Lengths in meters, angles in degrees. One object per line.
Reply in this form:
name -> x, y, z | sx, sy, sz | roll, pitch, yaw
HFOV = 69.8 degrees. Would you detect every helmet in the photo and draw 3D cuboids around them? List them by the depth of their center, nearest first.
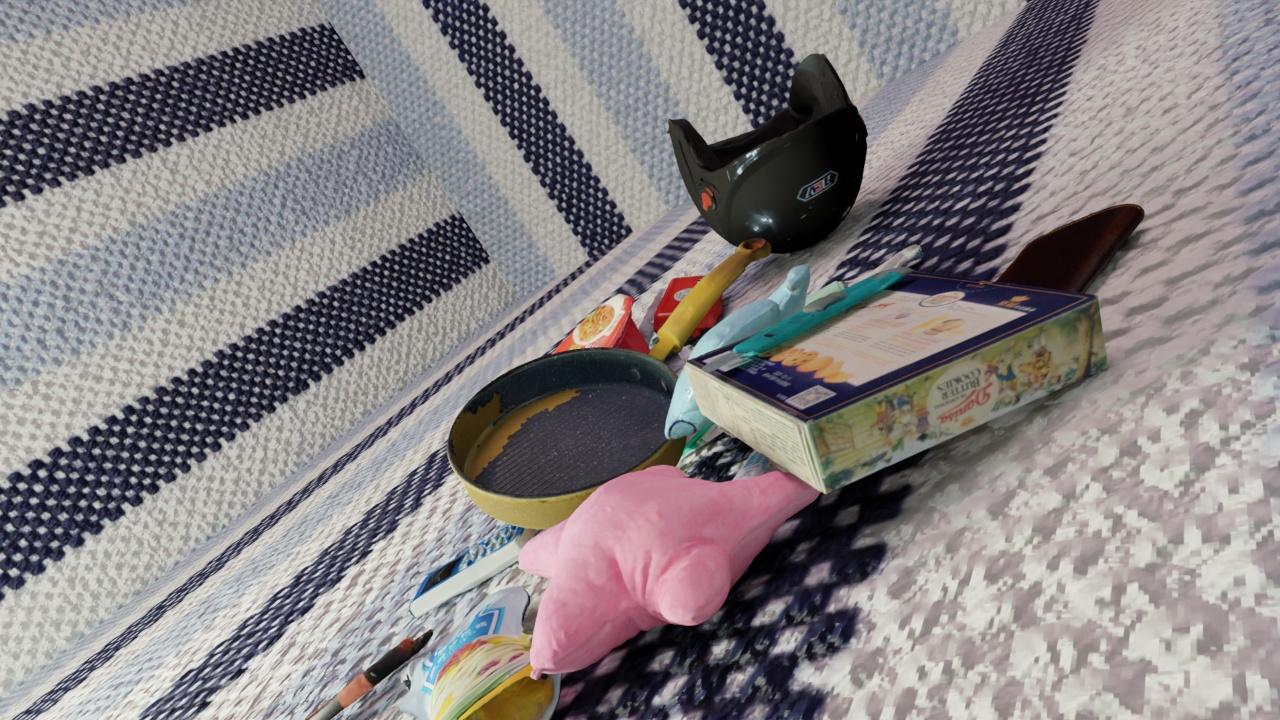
helmet -> 0.178, -0.250, 1.189 | 0.233, 0.230, 0.274 | -27, 19, -3

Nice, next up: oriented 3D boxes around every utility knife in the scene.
utility knife -> 0.107, -0.028, 0.582 | 0.179, 0.013, 0.029 | -27, 16, -28

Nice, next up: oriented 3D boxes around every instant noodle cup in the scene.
instant noodle cup -> -0.054, 0.015, 1.049 | 0.194, 0.066, 0.193 | -45, 18, 18

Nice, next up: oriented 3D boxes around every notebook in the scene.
notebook -> 0.123, -0.002, 0.759 | 0.208, 0.012, 0.151 | -41, -1, -34

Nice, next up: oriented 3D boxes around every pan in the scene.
pan -> -0.005, 0.005, 0.784 | 0.356, 0.078, 0.198 | -35, 39, -30

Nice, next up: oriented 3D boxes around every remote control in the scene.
remote control -> -0.145, 0.179, 0.796 | 0.125, 0.024, 0.049 | -32, 11, 13

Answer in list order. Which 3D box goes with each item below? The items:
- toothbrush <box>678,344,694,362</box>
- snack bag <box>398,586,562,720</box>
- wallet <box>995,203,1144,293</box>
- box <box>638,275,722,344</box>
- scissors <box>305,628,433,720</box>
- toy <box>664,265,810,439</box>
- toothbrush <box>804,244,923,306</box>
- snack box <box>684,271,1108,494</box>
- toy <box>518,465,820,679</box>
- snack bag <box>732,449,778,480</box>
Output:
toothbrush -> 0.115, -0.029, 0.966 | 0.190, 0.029, 0.021 | -21, 57, 43
snack bag -> -0.105, 0.197, 0.580 | 0.110, 0.039, 0.191 | -47, 13, -11
wallet -> 0.278, -0.059, 0.632 | 0.122, 0.020, 0.097 | -41, 8, -28
box -> 0.036, -0.053, 1.175 | 0.155, 0.073, 0.200 | -33, 11, 17
scissors -> -0.245, 0.271, 0.685 | 0.208, 0.015, 0.191 | -42, -6, 37
toy -> 0.075, -0.006, 0.692 | 0.161, 0.050, 0.156 | -56, -18, 12
toothbrush -> 0.168, -0.051, 0.884 | 0.225, 0.026, 0.027 | -31, -32, 16
snack box -> 0.141, 0.002, 0.549 | 0.182, 0.046, 0.178 | -21, 15, -11
toy -> -0.007, 0.115, 0.529 | 0.178, 0.074, 0.195 | -38, 17, -34
snack bag -> 0.079, 0.076, 0.595 | 0.048, 0.026, 0.103 | -17, 19, 39
